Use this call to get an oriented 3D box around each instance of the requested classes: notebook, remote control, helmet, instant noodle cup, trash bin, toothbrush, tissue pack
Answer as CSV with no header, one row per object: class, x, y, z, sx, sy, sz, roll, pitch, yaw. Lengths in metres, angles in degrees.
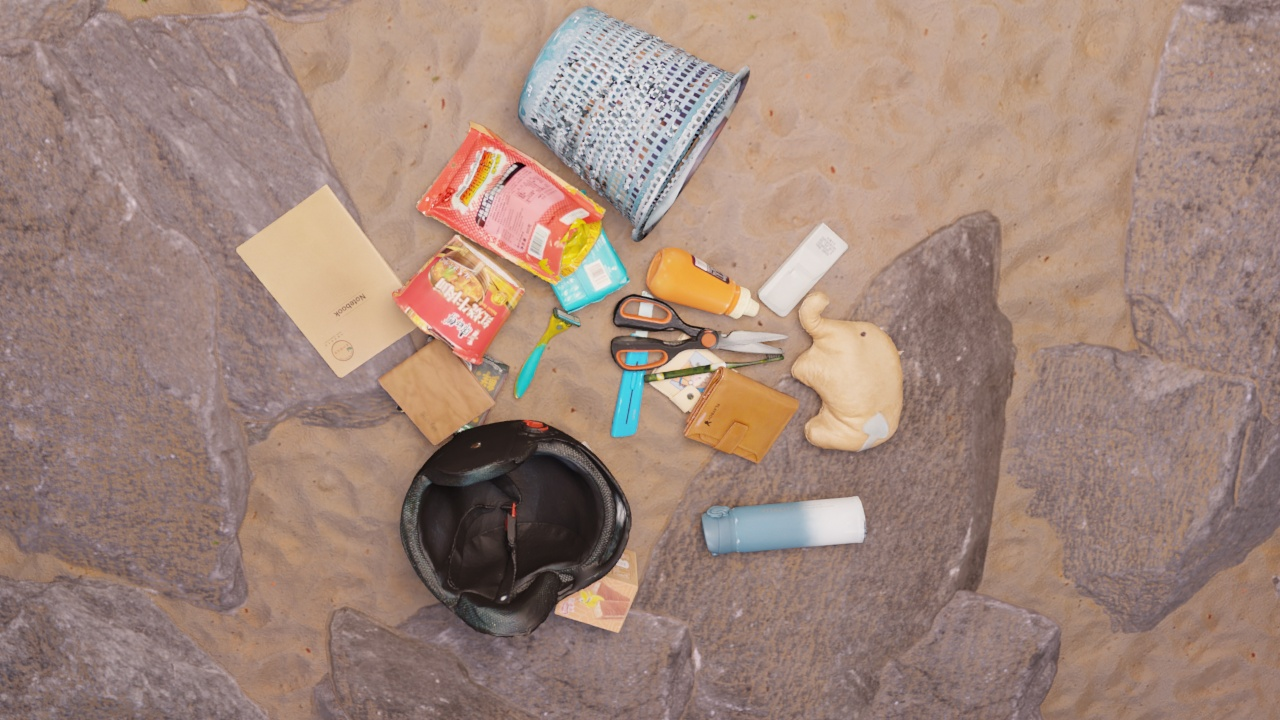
notebook,-0.390,-0.097,1.168,0.148,0.008,0.207,-32,106,9
remote control,0.206,-0.114,1.171,0.049,0.024,0.125,38,103,-13
helmet,-0.153,0.185,1.127,0.274,0.230,0.234,-7,107,-4
instant noodle cup,-0.216,-0.079,1.121,0.138,0.138,0.108,39,94,-13
trash bin,-0.019,-0.280,1.027,0.195,0.226,0.227,35,104,1
toothbrush,0.095,0.007,1.193,0.186,0.012,0.017,-9,104,-1
tissue pack,-0.081,-0.134,1.142,0.093,0.050,0.133,-25,106,8

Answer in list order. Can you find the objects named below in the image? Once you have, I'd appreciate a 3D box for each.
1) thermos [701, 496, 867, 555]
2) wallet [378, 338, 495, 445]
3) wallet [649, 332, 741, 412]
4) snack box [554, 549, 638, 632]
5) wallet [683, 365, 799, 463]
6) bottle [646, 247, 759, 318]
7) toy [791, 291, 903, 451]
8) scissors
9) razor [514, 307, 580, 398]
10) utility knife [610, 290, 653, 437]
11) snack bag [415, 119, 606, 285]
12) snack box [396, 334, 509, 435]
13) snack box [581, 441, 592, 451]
thermos,0.195,0.227,1.261,0.220,0.070,0.070,-4,108,0
wallet,-0.256,0.039,1.161,0.101,0.020,0.115,-35,106,7
wallet,0.076,0.029,1.216,0.115,0.024,0.087,36,99,-13
snack box,-0.061,0.306,1.265,0.094,0.092,0.077,19,107,-8
wallet,0.132,0.074,1.211,0.131,0.031,0.108,23,108,-27
bottle,0.083,-0.090,1.159,0.149,0.066,0.067,21,106,-16
toy,0.268,0.010,1.185,0.143,0.082,0.226,-16,106,-5
scissors,0.071,-0.017,1.183,0.234,0.021,0.161,28,107,-7
razor,-0.130,-0.008,1.194,0.043,0.028,0.133,22,106,-41
utility knife,-0.007,0.007,1.209,0.034,0.018,0.203,9,106,-4
snack bag,-0.152,-0.184,1.085,0.208,0.073,0.128,32,89,14
snack box,-0.248,0.041,1.199,0.113,0.053,0.126,26,100,-10
snack box,-0.117,0.186,1.256,0.157,0.027,0.085,-32,100,8
